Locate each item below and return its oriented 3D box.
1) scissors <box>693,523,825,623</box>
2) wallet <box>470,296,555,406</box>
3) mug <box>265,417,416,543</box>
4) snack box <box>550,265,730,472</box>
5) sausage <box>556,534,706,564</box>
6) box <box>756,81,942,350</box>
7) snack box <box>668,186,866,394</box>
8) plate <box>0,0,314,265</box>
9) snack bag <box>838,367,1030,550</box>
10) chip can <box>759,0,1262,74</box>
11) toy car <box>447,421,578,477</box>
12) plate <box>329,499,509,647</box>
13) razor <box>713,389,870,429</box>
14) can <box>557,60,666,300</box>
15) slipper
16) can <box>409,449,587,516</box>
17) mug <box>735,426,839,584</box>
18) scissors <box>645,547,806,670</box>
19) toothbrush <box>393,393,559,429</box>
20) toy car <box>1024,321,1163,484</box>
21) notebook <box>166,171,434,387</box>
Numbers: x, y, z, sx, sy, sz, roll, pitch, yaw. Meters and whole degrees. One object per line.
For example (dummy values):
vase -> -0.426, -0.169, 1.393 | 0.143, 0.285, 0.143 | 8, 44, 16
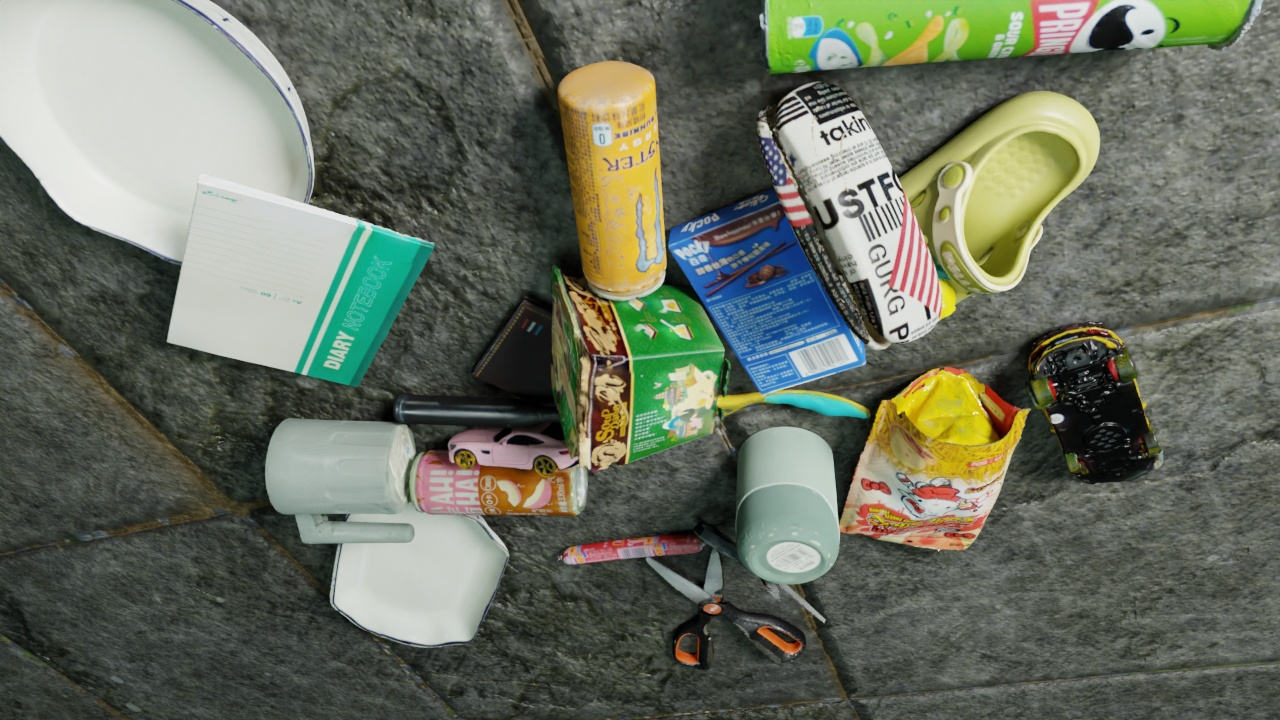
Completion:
scissors -> 0.104, 0.182, 0.799 | 0.172, 0.014, 0.159 | 27, -177, 30
wallet -> -0.061, 0.006, 0.729 | 0.122, 0.020, 0.097 | 27, 131, -20
mug -> -0.255, 0.109, 0.802 | 0.103, 0.083, 0.124 | 0, 119, 6
snack box -> -0.004, 0.004, 0.656 | 0.105, 0.117, 0.118 | -6, 129, -14
sausage -> -0.009, 0.182, 0.886 | 0.156, 0.020, 0.020 | -9, 131, 16
box -> 0.113, -0.080, 0.552 | 0.079, 0.074, 0.163 | -18, 101, 55
snack box -> 0.093, -0.045, 0.652 | 0.085, 0.026, 0.157 | -19, 128, 23
plate -> -0.309, -0.154, 0.592 | 0.205, 0.045, 0.205 | 4, 133, 4
snack bag -> 0.236, 0.096, 0.751 | 0.128, 0.073, 0.208 | 2, 141, 5
chip can -> 0.180, -0.190, 0.473 | 0.236, 0.072, 0.072 | -1, 133, 9
toy car -> -0.102, 0.068, 0.762 | 0.122, 0.056, 0.037 | 2, 106, 17
plate -> -0.226, 0.211, 0.934 | 0.162, 0.034, 0.266 | 17, 133, -8
razor -> 0.113, 0.037, 0.726 | 0.133, 0.028, 0.043 | -1, 156, 13
can -> -0.015, -0.111, 0.583 | 0.058, 0.058, 0.146 | 1, 133, 7
slipper -> 0.198, -0.080, 0.570 | 0.091, 0.081, 0.191 | 31, 127, -17
can -> -0.123, 0.107, 0.804 | 0.147, 0.057, 0.058 | -1, 133, 8
mug -> 0.123, 0.130, 0.759 | 0.082, 0.106, 0.112 | -10, 132, 15
scissors -> 0.077, 0.269, 0.955 | 0.221, 0.021, 0.224 | 25, 132, -16
toothbrush -> -0.102, 0.044, 0.739 | 0.213, 0.027, 0.026 | 2, 162, 20
toy car -> 0.338, 0.037, 0.685 | 0.071, 0.041, 0.156 | -21, 125, 25
notebook -> -0.252, -0.047, 0.664 | 0.150, 0.012, 0.210 | 15, 145, -24
